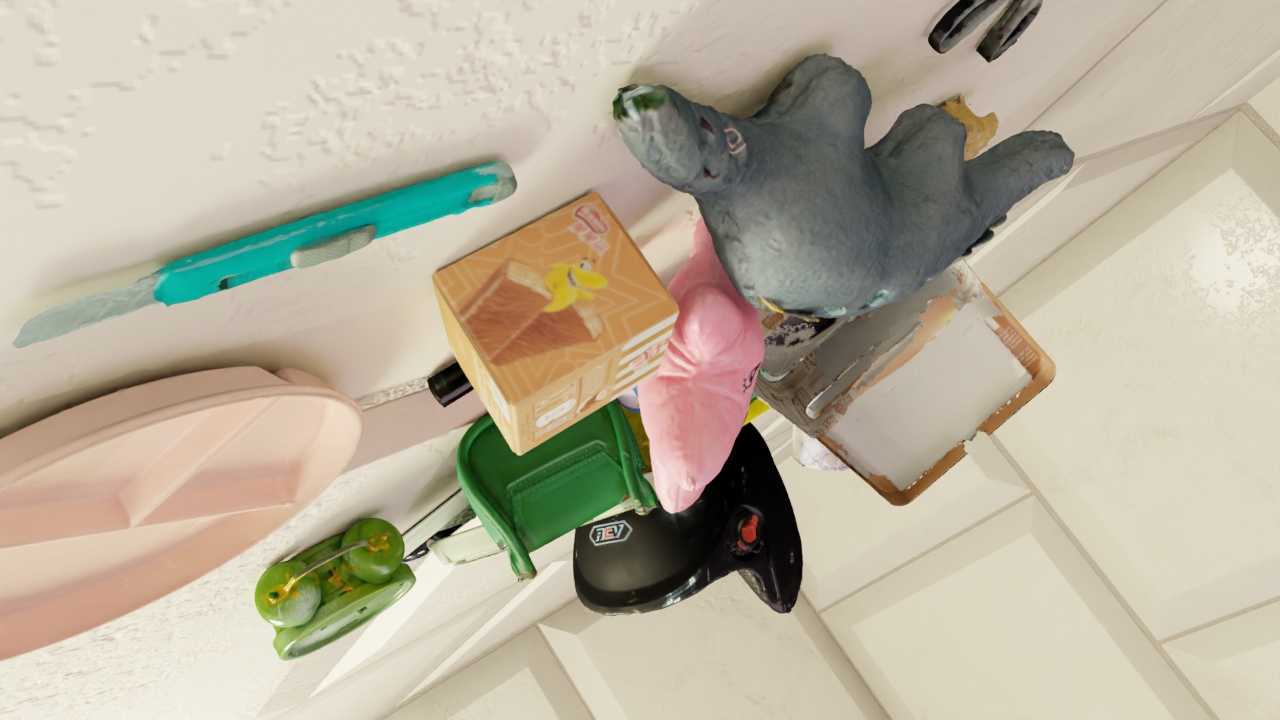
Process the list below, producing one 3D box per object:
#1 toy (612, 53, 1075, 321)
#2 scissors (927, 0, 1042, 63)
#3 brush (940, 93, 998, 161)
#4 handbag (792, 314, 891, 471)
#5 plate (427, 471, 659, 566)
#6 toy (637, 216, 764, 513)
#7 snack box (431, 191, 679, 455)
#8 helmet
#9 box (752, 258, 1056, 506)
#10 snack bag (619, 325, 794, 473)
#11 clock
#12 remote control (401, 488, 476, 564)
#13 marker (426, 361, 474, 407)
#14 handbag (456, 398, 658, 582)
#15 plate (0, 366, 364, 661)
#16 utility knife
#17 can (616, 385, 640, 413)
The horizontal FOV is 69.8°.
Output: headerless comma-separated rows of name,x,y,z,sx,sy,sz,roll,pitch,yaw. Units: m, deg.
toy,0.114,-0.087,0.509,0.355,0.091,0.138,-2,132,-39
scissors,0.244,-0.235,0.542,0.177,0.014,0.159,-37,167,7
brush,0.167,-0.117,0.729,0.255,0.046,0.083,-36,170,23
handbag,0.192,-0.007,0.835,0.076,0.194,0.133,8,-165,44
plate,-0.073,0.140,0.817,0.230,0.027,0.230,-17,170,-3
toy,0.034,0.020,0.569,0.178,0.074,0.195,-78,175,-49
snack box,-0.044,-0.016,0.473,0.094,0.077,0.093,-30,166,-15
helmet,0.041,0.171,1.005,0.234,0.230,0.274,-13,-179,37
box,0.188,-0.009,0.718,0.178,0.088,0.262,-45,130,13
snack bag,0.067,0.036,0.882,0.245,0.068,0.158,-26,177,-35
clock,-0.239,0.175,0.715,0.116,0.056,0.162,-28,165,-28
remote control,-0.167,0.141,0.840,0.150,0.021,0.058,-39,166,15
marker,-0.067,-0.015,0.548,0.132,0.020,0.022,-33,168,-10
handbag,-0.063,0.083,0.678,0.131,0.120,0.068,-29,167,-10
plate,-0.238,0.072,0.423,0.229,0.028,0.230,-33,167,-9
utility knife,-0.122,-0.042,0.336,0.192,0.013,0.029,-26,164,-32
can,-0.004,0.004,0.689,0.053,0.053,0.134,-34,167,-2
